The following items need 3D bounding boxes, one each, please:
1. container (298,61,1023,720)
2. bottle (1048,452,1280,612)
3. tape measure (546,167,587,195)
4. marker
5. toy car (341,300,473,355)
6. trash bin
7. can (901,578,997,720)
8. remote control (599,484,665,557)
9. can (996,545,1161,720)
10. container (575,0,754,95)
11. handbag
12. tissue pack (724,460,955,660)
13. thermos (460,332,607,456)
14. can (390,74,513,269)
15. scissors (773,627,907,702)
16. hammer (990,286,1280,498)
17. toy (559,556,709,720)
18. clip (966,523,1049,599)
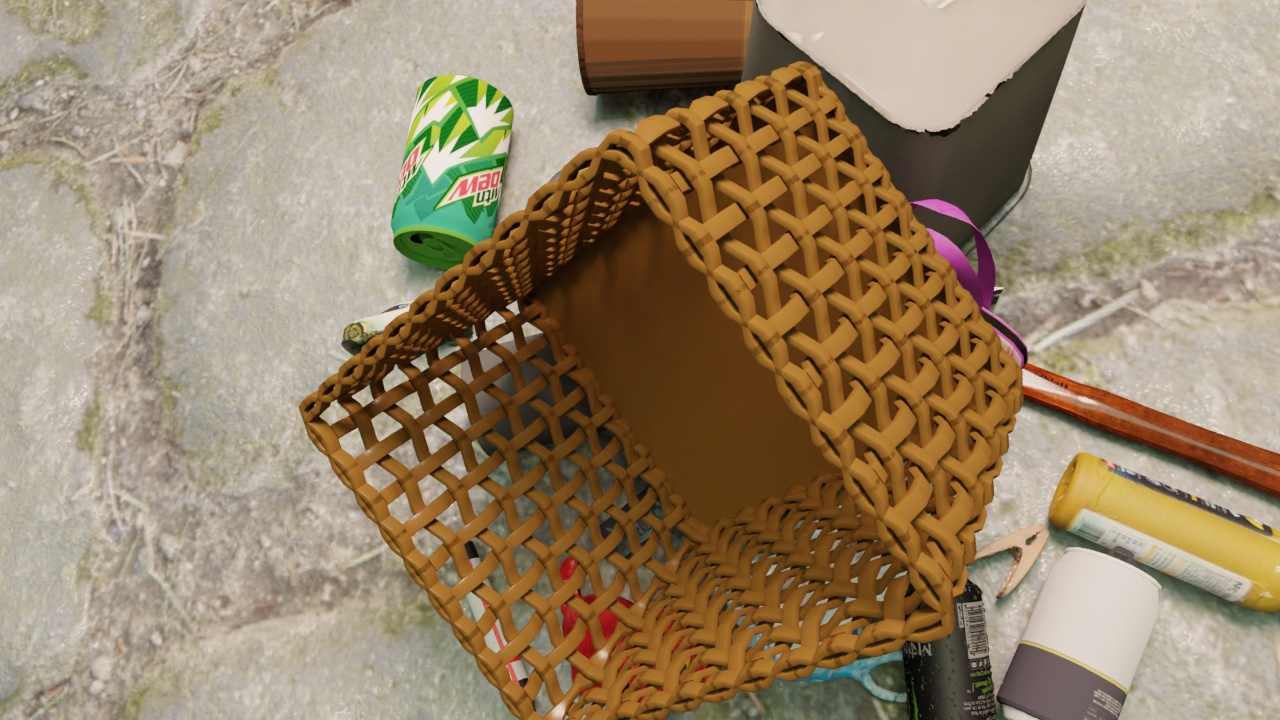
[{"bbox_3d":[0.019,0.020,0.481,0.252,0.213,0.219,-33,94,37],"label":"container"},{"bbox_3d":[0.362,0.118,0.580,0.186,0.053,0.053,24,77,18],"label":"bottle"},{"bbox_3d":[-0.048,-0.134,0.762,0.065,0.036,0.058,-44,59,-2],"label":"tape measure"},{"bbox_3d":[-0.104,0.199,0.662,0.019,0.019,0.145,-28,68,0],"label":"marker"},{"bbox_3d":[-0.189,-0.027,0.744,0.105,0.048,0.033,-13,70,6],"label":"toy car"},{"bbox_3d":[0.171,-0.180,0.626,0.197,0.220,0.197,-42,73,-7],"label":"trash bin"},{"bbox_3d":[0.193,0.206,0.575,0.054,0.054,0.137,-5,78,9],"label":"can"},{"bbox_3d":[0.031,0.094,0.675,0.136,0.015,0.032,-39,68,-1],"label":"remote control"},{"bbox_3d":[0.275,0.175,0.571,0.064,0.064,0.127,25,77,18],"label":"can"},{"bbox_3d":[0.042,-0.282,0.752,0.167,0.132,0.132,4,71,6],"label":"container"},{"bbox_3d":[0.175,-0.038,0.576,0.145,0.170,0.068,26,71,22],"label":"handbag"},{"bbox_3d":[0.136,0.123,0.591,0.182,0.112,0.070,-34,76,-2],"label":"tissue pack"},{"bbox_3d":[-0.004,0.004,0.677,0.240,0.082,0.082,-14,69,6],"label":"thermos"},{"bbox_3d":[-0.156,-0.156,0.763,0.083,0.083,0.144,2,71,12],"label":"can"},{"bbox_3d":[0.128,0.204,0.620,0.135,0.015,0.066,-12,72,9],"label":"scissors"},{"bbox_3d":[0.323,0.035,0.632,0.301,0.028,0.111,23,77,17],"label":"hammer"},{"bbox_3d":[-0.007,0.188,0.634,0.093,0.088,0.133,-19,42,-31],"label":"toy"},{"bbox_3d":[0.245,0.128,0.617,0.039,0.024,0.060,35,71,17],"label":"clip"}]
